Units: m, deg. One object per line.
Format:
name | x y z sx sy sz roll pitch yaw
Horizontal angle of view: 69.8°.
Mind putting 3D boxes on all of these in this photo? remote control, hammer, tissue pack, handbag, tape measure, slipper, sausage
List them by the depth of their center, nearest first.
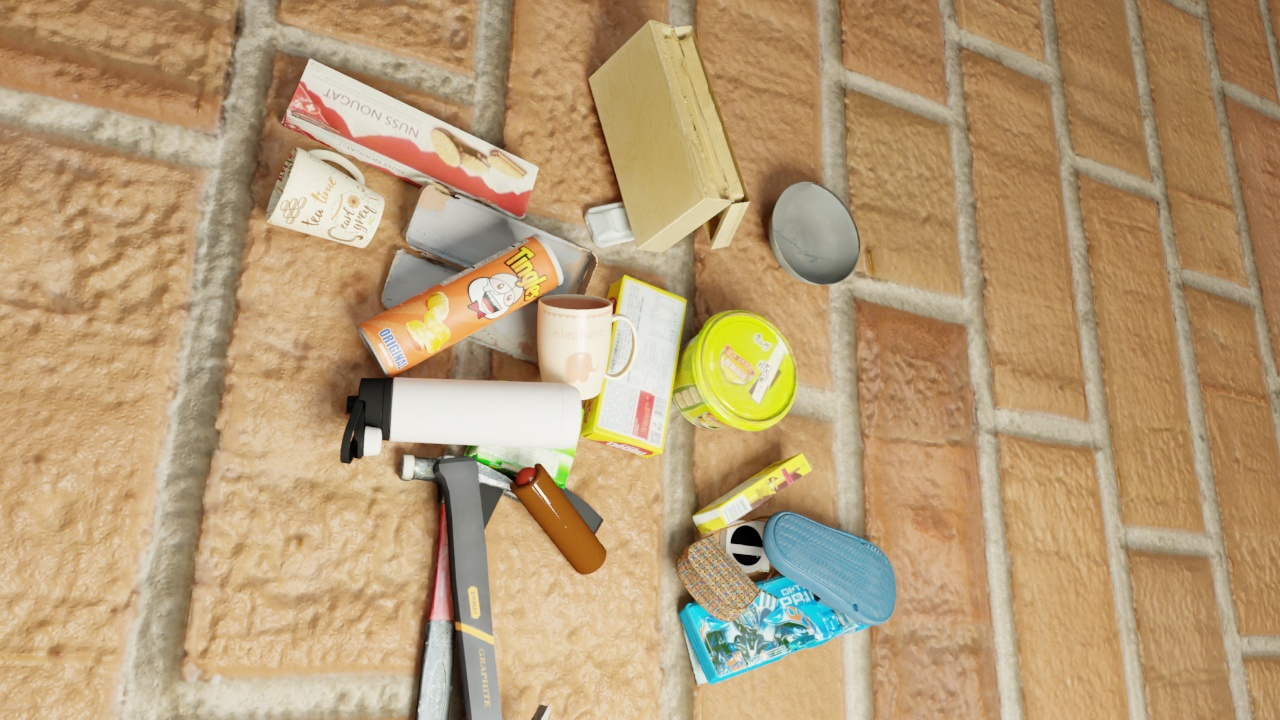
hammer | -0.169 0.249 0.890 0.139 0.035 0.312 -3 77 -28
hammer | -0.188 0.260 0.915 0.140 0.036 0.325 11 71 -24
sausage | -0.085 0.168 0.967 0.040 0.040 0.155 -53 128 -30
tissue pack | -0.122 0.082 0.992 0.114 0.034 0.099 22 61 -13
remote control | -0.095 0.153 1.010 0.124 0.010 0.039 39 61 -13
handbag | 0.124 0.228 1.075 0.093 0.043 0.195 47 43 17
slipper | 0.223 0.249 1.084 0.213 0.059 0.103 29 49 -23
tape measure | 0.127 0.226 1.109 0.065 0.017 0.064 11 70 -26
remote control | -0.006 -0.178 1.148 0.133 0.022 0.050 -18 86 -32

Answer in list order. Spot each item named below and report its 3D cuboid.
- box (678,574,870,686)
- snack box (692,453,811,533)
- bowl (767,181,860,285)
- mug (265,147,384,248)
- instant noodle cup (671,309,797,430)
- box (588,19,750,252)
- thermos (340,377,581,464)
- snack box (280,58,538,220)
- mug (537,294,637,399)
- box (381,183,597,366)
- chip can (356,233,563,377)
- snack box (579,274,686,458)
box | 0.161 0.309 1.092 0.243 0.066 0.091 -8 58 -30
snack box | 0.135 0.159 1.106 0.148 0.061 0.025 -27 87 -32
bowl | 0.225 -0.165 1.253 0.150 0.057 0.150 8 72 -27
mug | -0.323 -0.175 0.954 0.097 0.081 0.121 22 39 -30
instant noodle cup | 0.107 0.020 1.110 0.146 0.098 0.146 8 72 -26
box | 0.046 -0.271 1.123 0.148 0.141 0.248 -5 71 -34
thermos | -0.176 0.063 0.918 0.229 0.069 0.101 3 41 -14
snack box | -0.248 -0.236 1.017 0.272 0.044 0.076 23 66 -22
mug | -0.058 -0.014 1.005 0.111 0.085 0.104 0 106 -14
box | -0.165 -0.091 1.022 0.216 0.063 0.157 20 75 -23
chip can | -0.186 -0.058 0.961 0.210 0.062 0.062 -31 92 -18
snack box | -0.006 0.006 1.084 0.092 0.042 0.200 19 67 -23
